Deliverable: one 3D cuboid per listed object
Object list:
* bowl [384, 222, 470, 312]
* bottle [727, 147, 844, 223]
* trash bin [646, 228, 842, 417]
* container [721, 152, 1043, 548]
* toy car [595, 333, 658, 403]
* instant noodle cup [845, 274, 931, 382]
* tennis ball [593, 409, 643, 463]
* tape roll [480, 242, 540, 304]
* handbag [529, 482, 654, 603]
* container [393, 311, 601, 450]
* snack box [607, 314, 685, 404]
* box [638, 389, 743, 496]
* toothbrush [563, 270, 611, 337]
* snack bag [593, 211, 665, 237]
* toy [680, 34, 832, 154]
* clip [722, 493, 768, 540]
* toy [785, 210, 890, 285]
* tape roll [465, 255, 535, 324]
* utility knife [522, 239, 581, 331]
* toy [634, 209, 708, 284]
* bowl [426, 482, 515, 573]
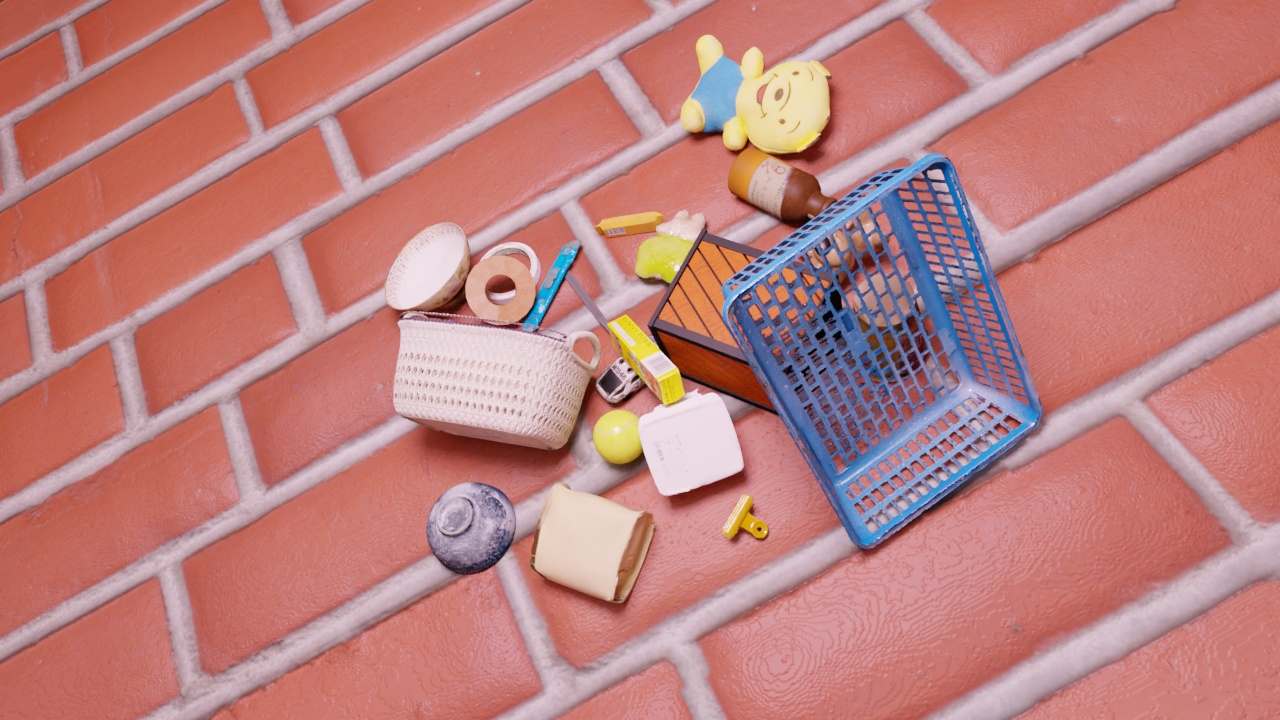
[{"bbox_3d":[-0.283,-0.117,1.284,0.145,0.063,0.145,-20,51,26],"label":"bowl"},{"bbox_3d":[0.194,-0.220,1.203,0.157,0.068,0.067,33,77,27],"label":"bottle"},{"bbox_3d":[0.130,-0.039,1.090,0.172,0.140,0.139,22,72,25],"label":"trash bin"},{"bbox_3d":[0.244,-0.007,0.945,0.257,0.362,0.089,-35,30,-3],"label":"container"},{"bbox_3d":[-0.007,0.007,1.166,0.112,0.040,0.048,-40,61,-6],"label":"toy car"},{"bbox_3d":[0.286,-0.042,1.062,0.100,0.112,0.100,-6,62,12],"label":"instant noodle cup"},{"bbox_3d":[-0.025,0.093,1.114,0.065,0.065,0.065,-7,63,13],"label":"tennis ball"},{"bbox_3d":[-0.188,-0.123,1.297,0.094,0.018,0.093,-7,63,13],"label":"tape roll"},{"bbox_3d":[-0.059,0.211,1.061,0.119,0.081,0.111,15,77,21],"label":"handbag"},{"bbox_3d":[-0.184,0.023,1.138,0.252,0.184,0.143,7,78,21],"label":"container"},{"bbox_3d":[0.005,-0.003,1.106,0.029,0.040,0.148,-26,38,-13],"label":"snack box"},{"bbox_3d":[0.055,0.091,1.087,0.107,0.095,0.102,-19,96,0],"label":"box"},{"bbox_3d":[-0.062,-0.068,1.235,0.013,0.013,0.167,-36,59,-3],"label":"toothbrush"},{"bbox_3d":[-0.014,-0.189,1.274,0.099,0.026,0.020,-7,63,14],"label":"snack bag"},{"bbox_3d":[0.165,-0.359,1.272,0.214,0.084,0.149,16,88,22],"label":"toy"},{"bbox_3d":[0.121,0.185,1.051,0.048,0.046,0.054,6,59,58],"label":"clip"},{"bbox_3d":[0.251,-0.135,1.134,0.108,0.105,0.134,-31,63,12],"label":"toy"},{"bbox_3d":[-0.190,-0.096,1.246,0.094,0.027,0.094,-1,97,-11],"label":"tape roll"},{"bbox_3d":[-0.128,-0.094,1.263,0.031,0.015,0.174,12,72,40],"label":"utility knife"},{"bbox_3d":[0.047,-0.152,1.228,0.092,0.043,0.117,16,67,25],"label":"toy"},{"bbox_3d":[-0.216,0.197,1.122,0.114,0.061,0.114,-7,62,13],"label":"bowl"}]
